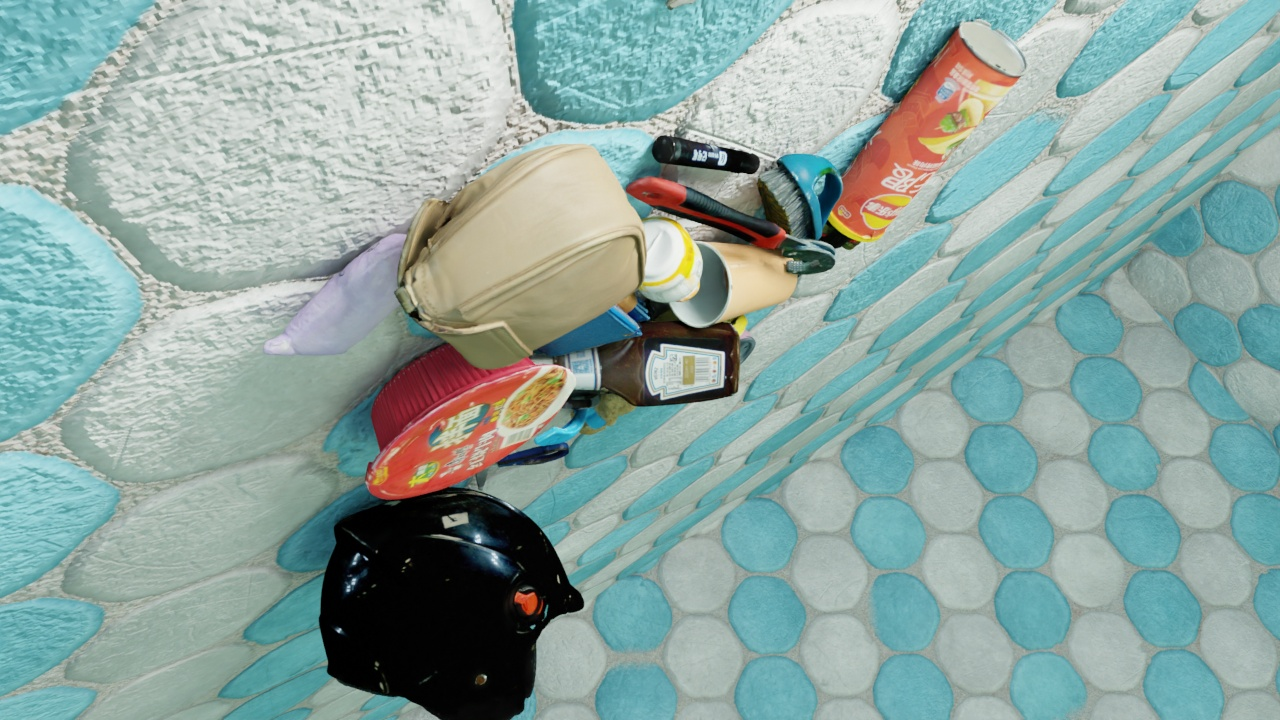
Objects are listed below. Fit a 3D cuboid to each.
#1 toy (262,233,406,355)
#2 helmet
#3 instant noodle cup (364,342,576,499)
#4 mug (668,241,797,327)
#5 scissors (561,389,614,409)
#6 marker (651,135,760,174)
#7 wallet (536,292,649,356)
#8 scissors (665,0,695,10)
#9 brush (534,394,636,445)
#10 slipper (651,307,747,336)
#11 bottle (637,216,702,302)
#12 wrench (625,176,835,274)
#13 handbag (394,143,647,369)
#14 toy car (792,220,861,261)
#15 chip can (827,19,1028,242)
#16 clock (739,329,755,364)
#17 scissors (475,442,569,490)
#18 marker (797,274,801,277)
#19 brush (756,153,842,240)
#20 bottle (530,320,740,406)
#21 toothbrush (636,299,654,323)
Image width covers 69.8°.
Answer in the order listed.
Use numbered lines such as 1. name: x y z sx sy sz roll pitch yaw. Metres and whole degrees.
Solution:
1. toy: -0.175 -0.038 0.575 0.108 0.039 0.083 -43 173 9
2. helmet: -0.199 0.244 0.961 0.274 0.230 0.234 -17 -174 -32
3. instant noodle cup: -0.153 0.040 0.778 0.193 0.066 0.194 -29 161 -11
4. mug: 0.091 -0.076 0.869 0.122 0.078 0.078 -11 152 -46
5. scissors: -0.030 0.035 0.956 0.174 0.014 0.137 6 -169 -17
6. marker: 0.052 -0.155 0.699 0.022 0.020 0.131 -10 180 35
7. wallet: -0.056 -0.038 0.764 0.106 0.040 0.133 -17 166 13
8. scissors: 0.114 -0.264 0.525 0.216 0.015 0.195 -42 161 29
9. brush: -0.060 0.062 0.962 0.083 0.046 0.254 -30 179 13
10. slipper: 0.046 -0.014 0.939 0.190 0.081 0.092 -35 173 -17
11. bottle: 0.022 -0.079 0.772 0.063 0.063 0.108 -36 162 7
12. wrench: 0.089 -0.110 0.772 0.056 0.016 0.273 -12 163 39
13. handbag: -0.072 -0.063 0.582 0.147 0.100 0.204 -31 173 -4
14. toy car: 0.203 -0.141 0.963 0.155 0.041 0.071 -19 158 -35
15. chip can: 0.254 -0.202 0.840 0.073 0.073 0.217 -20 158 -38
16. clock: 0.069 -0.003 1.067 0.117 0.060 0.159 -32 161 -9
17. scissors: -0.155 0.105 0.952 0.162 0.012 0.173 -6 154 -12
18. marker: 0.215 -0.134 1.040 0.131 0.018 0.022 -42 -166 28
19. brush: 0.147 -0.146 0.828 0.073 0.055 0.144 -35 162 5
20. bottle: -0.005 0.005 0.862 0.195 0.044 0.080 -4 112 -8
21. toothbrush: -0.041 -0.002 0.947 0.014 0.018 0.190 -23 162 -49
